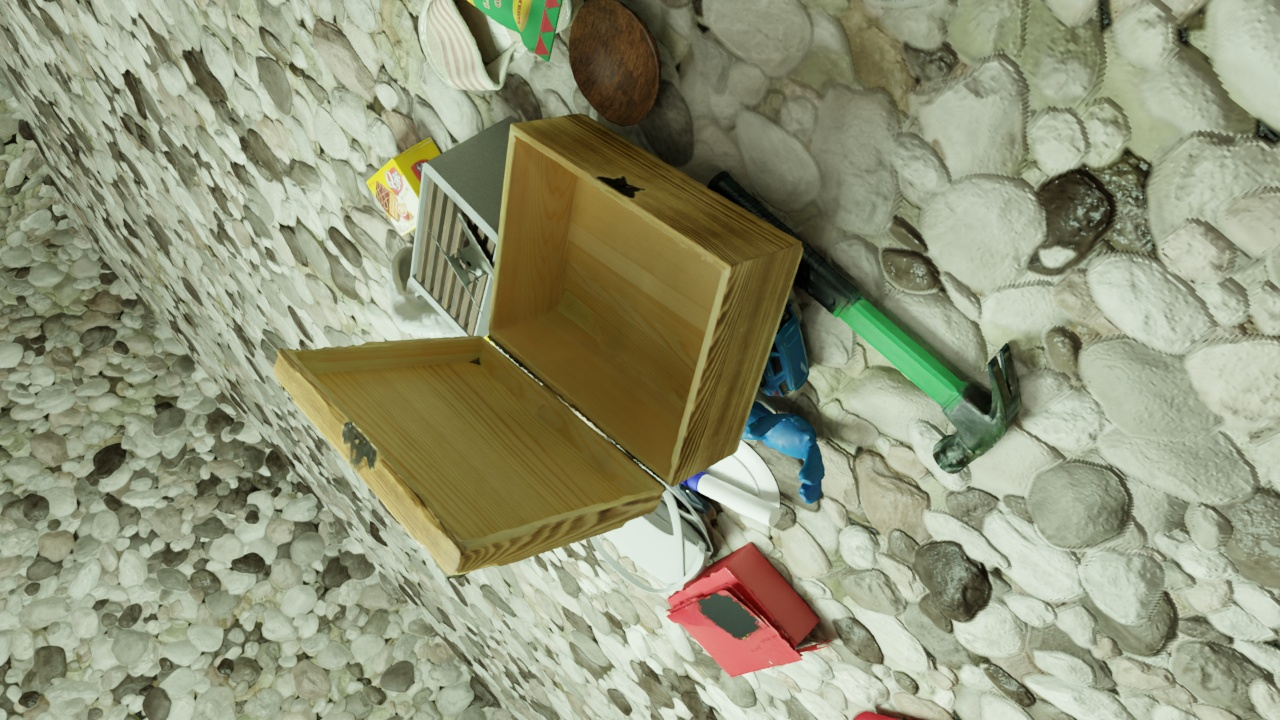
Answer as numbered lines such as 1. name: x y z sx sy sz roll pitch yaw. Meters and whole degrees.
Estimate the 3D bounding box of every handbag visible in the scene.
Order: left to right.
1. handbag: -0.001 0.191 1.164 0.216 0.095 0.223 36 152 20

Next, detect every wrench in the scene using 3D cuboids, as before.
1. wrench: -0.015 0.103 1.175 0.273 0.022 0.073 38 153 19

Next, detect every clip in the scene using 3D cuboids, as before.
1. clip: -0.175 -0.098 0.942 0.058 0.052 0.102 -22 106 28

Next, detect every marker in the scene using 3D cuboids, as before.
1. marker: 0.101 0.155 1.053 0.133 0.023 0.027 21 160 40

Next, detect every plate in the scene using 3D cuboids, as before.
1. plate: 0.103 0.134 1.064 0.134 0.011 0.135 33 145 27

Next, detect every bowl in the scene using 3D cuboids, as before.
1. bowl: -0.016 -0.259 0.788 0.102 0.026 0.114 47 149 7

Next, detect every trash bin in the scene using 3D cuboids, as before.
1. trash bin: -0.170 -0.138 1.030 0.114 0.114 0.229 45 149 9

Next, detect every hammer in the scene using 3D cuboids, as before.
1. hammer: 0.175 -0.046 0.763 0.319 0.032 0.130 43 149 13

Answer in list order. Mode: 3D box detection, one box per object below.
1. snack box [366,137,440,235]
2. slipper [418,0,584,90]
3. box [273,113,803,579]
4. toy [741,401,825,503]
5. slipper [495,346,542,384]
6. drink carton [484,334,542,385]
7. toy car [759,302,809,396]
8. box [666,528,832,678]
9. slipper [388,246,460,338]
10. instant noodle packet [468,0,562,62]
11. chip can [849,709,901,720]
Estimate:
1. snack box: -0.281 -0.215 1.145 0.106 0.061 0.083 -12 113 56
2. slipper: -0.147 -0.319 0.872 0.263 0.052 0.115 -1 121 52
3. box: -0.099 -0.003 0.776 0.279 0.333 0.287 36 133 30
4. toy: 0.126 0.066 0.911 0.176 0.070 0.113 38 146 39
5. slipper: -0.074 -0.084 1.018 0.113 0.080 0.267 38 130 10
6. drink carton: -0.169 -0.021 1.218 0.076 0.048 0.125 13 133 46
7. toy car: 0.122 -0.022 0.838 0.044 0.056 0.120 7 132 42
8. box: 0.160 0.313 1.208 0.165 0.152 0.214 45 150 5
9. slipper: -0.277 -0.090 1.207 0.247 0.112 0.075 -133 31 -56
10. instant noodle packet: -0.137 -0.388 0.733 0.253 0.090 0.196 41 134 23
11. chip can: 0.336 0.454 1.043 0.221 0.069 0.069 -12 113 56
